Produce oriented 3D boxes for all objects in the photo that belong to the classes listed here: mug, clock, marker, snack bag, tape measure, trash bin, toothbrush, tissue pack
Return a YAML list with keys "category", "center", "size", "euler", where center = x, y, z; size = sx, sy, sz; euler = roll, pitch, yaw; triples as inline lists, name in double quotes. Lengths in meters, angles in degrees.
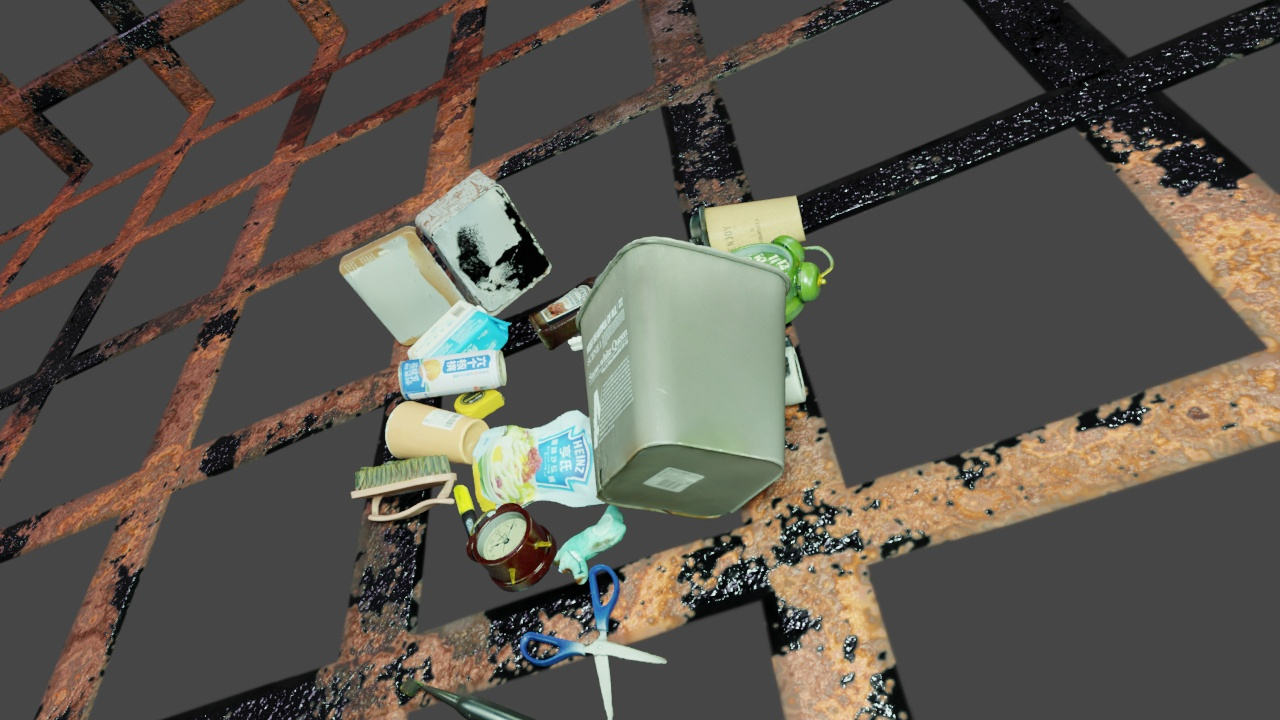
- category: "mug"
  center: [-0.259, 0.097, 1.190]
  size: [0.123, 0.078, 0.078]
  euler: [5, 52, 31]
- category: "clock"
  center: [0.157, -0.097, 1.119]
  size: [0.161, 0.056, 0.116]
  euler: [-22, 41, 0]
- category: "marker"
  center: [-0.206, 0.191, 1.101]
  size: [0.018, 0.015, 0.124]
  euler: [-36, 39, 2]
- category: "snack bag"
  center: [-0.110, 0.121, 1.071]
  size: [0.191, 0.038, 0.110]
  euler: [-12, 69, 27]
- category: "tape measure"
  center: [0.158, 0.017, 1.002]
  size: [0.034, 0.066, 0.065]
  euler: [-15, 41, 15]
- category: "tape measure"
  center: [-0.219, 0.061, 1.232]
  size: [0.059, 0.029, 0.057]
  euler: [-33, 33, -28]
- category: "trash bin"
  center: [0.043, 0.027, 0.935]
  size: [0.200, 0.198, 0.219]
  euler: [129, 148, -52]
- category: "toothbrush"
  center: [-0.165, 0.347, 0.909]
  size: [0.213, 0.026, 0.027]
  euler: [4, 40, 36]
- category: "toothbrush"
  center: [-0.014, -0.041, 1.212]
  size: [0.180, 0.016, 0.016]
  euler: [-13, 46, 22]
- category: "tissue pack"
  center: [-0.259, -0.019, 1.312]
  size: [0.140, 0.063, 0.090]
  euler: [-47, 44, -15]
- category: "clock"
  center: [-0.148, 0.203, 1.021]
  size: [0.082, 0.055, 0.122]
  euler: [-46, 40, -15]

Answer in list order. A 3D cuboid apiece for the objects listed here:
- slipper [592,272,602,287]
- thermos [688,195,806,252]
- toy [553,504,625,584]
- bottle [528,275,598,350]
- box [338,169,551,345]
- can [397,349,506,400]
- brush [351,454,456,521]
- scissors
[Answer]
- category: "slipper"
  center: [-0.007, 0.006, 1.111]
  size: [0.110, 0.084, 0.267]
  euler: [4, 48, -22]
- category: "thermos"
  center: [0.138, -0.167, 1.191]
  size: [0.143, 0.093, 0.092]
  euler: [-12, 43, 12]
- category: "toy"
  center: [-0.053, 0.199, 0.979]
  size: [0.092, 0.030, 0.096]
  euler: [-35, 21, 2]
- category: "bottle"
  center: [-0.060, -0.089, 1.271]
  size: [0.195, 0.044, 0.080]
  euler: [-33, 32, -2]
- category: "box"
  center: [-0.288, -0.140, 1.368]
  size: [0.272, 0.178, 0.106]
  euler: [-31, 39, 0]
- category: "can"
  center: [-0.250, 0.018, 1.224]
  size: [0.134, 0.053, 0.053]
  euler: [-8, 43, 2]
- category: "brush"
  center: [-0.289, 0.160, 1.149]
  size: [0.146, 0.063, 0.073]
  euler: [-14, 77, 29]
- category: "scissors"
  center: [-0.049, 0.279, 0.914]
  size: [0.163, 0.012, 0.175]
  euler: [-16, 43, 17]
